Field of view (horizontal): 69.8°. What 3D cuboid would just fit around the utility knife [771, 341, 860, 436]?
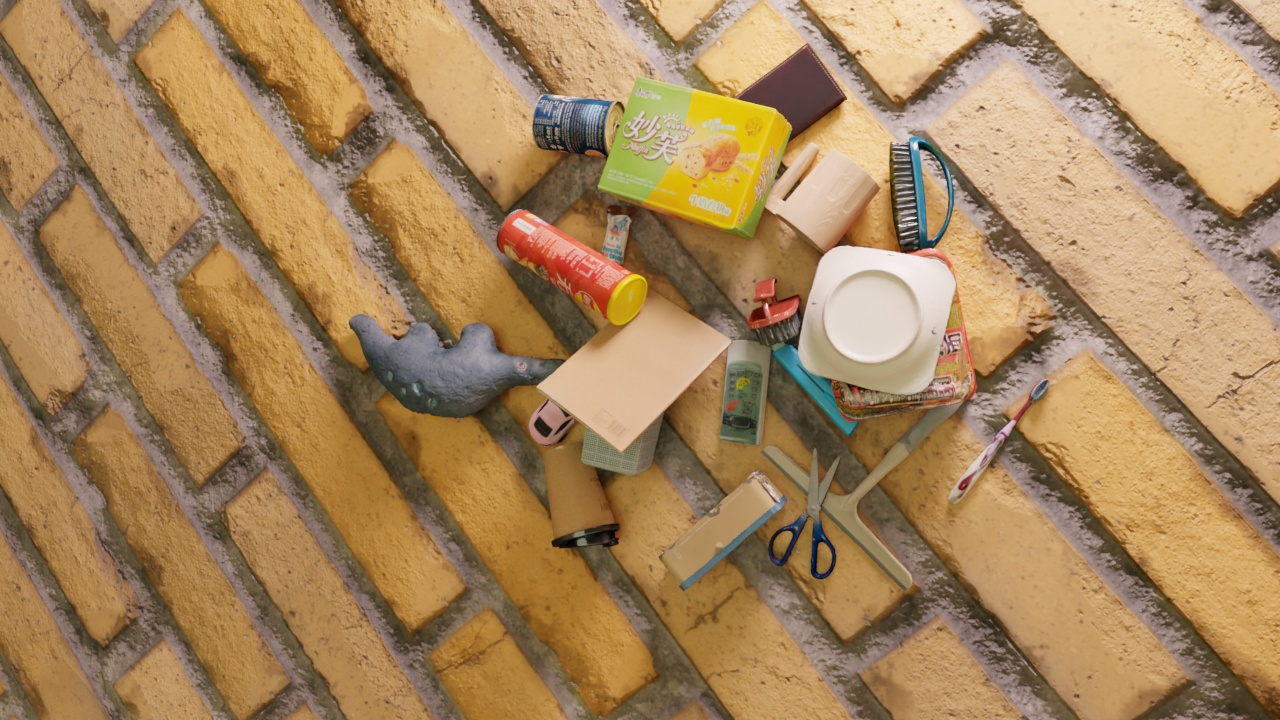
[{"bbox_3d":[0.216,0.026,1.160,0.034,0.018,0.166,-46,67,9],"label":"utility knife"}]

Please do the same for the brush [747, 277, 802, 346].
[{"bbox_3d":[0.161,-0.062,1.121,0.063,0.145,0.069,-19,97,15],"label":"brush"}]

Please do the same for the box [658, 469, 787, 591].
[{"bbox_3d":[0.101,0.218,1.165,0.184,0.089,0.059,-46,78,14],"label":"box"}]

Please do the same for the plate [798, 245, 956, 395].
[{"bbox_3d":[0.270,-0.050,1.067,0.164,0.034,0.164,13,91,22],"label":"plate"}]

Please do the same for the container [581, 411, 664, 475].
[{"bbox_3d":[-0.023,0.086,1.206,0.090,0.089,0.111,12,94,17],"label":"container"}]

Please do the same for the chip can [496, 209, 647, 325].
[{"bbox_3d":[-0.095,-0.127,1.221,0.217,0.073,0.073,32,98,25],"label":"chip can"}]

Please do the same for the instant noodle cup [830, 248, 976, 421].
[{"bbox_3d":[0.306,-0.029,1.111,0.165,0.079,0.188,-10,86,17],"label":"instant noodle cup"}]

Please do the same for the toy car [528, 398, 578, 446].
[{"bbox_3d":[-0.106,0.065,1.259,0.056,0.037,0.122,44,100,12],"label":"toy car"}]

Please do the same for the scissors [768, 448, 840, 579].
[{"bbox_3d":[0.222,0.199,1.151,0.146,0.012,0.170,47,113,6],"label":"scissors"}]

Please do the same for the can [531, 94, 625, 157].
[{"bbox_3d":[-0.083,-0.317,1.238,0.111,0.075,0.075,11,92,18],"label":"can"}]

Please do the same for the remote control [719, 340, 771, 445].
[{"bbox_3d":[0.135,0.041,1.188,0.056,0.019,0.135,7,91,30],"label":"remote control"}]

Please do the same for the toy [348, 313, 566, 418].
[{"bbox_3d":[-0.274,0.013,1.292,0.357,0.091,0.137,9,64,16],"label":"toy"}]

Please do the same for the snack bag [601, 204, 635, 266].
[{"bbox_3d":[-0.034,-0.159,1.245,0.045,0.026,0.105,13,93,33],"label":"snack bag"}]

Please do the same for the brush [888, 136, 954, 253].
[{"bbox_3d":[0.342,-0.202,1.115,0.074,0.055,0.144,-6,87,17],"label":"brush"}]

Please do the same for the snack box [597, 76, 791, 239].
[{"bbox_3d":[0.067,-0.260,1.179,0.210,0.070,0.158,22,95,25],"label":"snack box"}]

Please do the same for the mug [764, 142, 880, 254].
[{"bbox_3d":[0.221,-0.207,1.148,0.103,0.084,0.124,-51,50,9],"label":"mug"}]

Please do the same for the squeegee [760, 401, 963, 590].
[{"bbox_3d":[0.317,0.113,1.125,0.246,0.039,0.247,45,101,13],"label":"squeegee"}]

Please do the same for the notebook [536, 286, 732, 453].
[{"bbox_3d":[-0.007,0.007,1.168,0.149,0.012,0.211,35,66,27],"label":"notebook"}]

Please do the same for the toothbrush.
[{"bbox_3d":[0.430,0.098,1.102,0.016,0.017,0.188,38,99,15],"label":"toothbrush"}]

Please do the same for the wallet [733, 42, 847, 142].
[{"bbox_3d":[0.190,-0.337,1.184,0.122,0.020,0.096,-34,75,15],"label":"wallet"}]

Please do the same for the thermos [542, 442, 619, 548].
[{"bbox_3d":[-0.084,0.186,1.227,0.093,0.093,0.143,-19,75,16],"label":"thermos"}]
